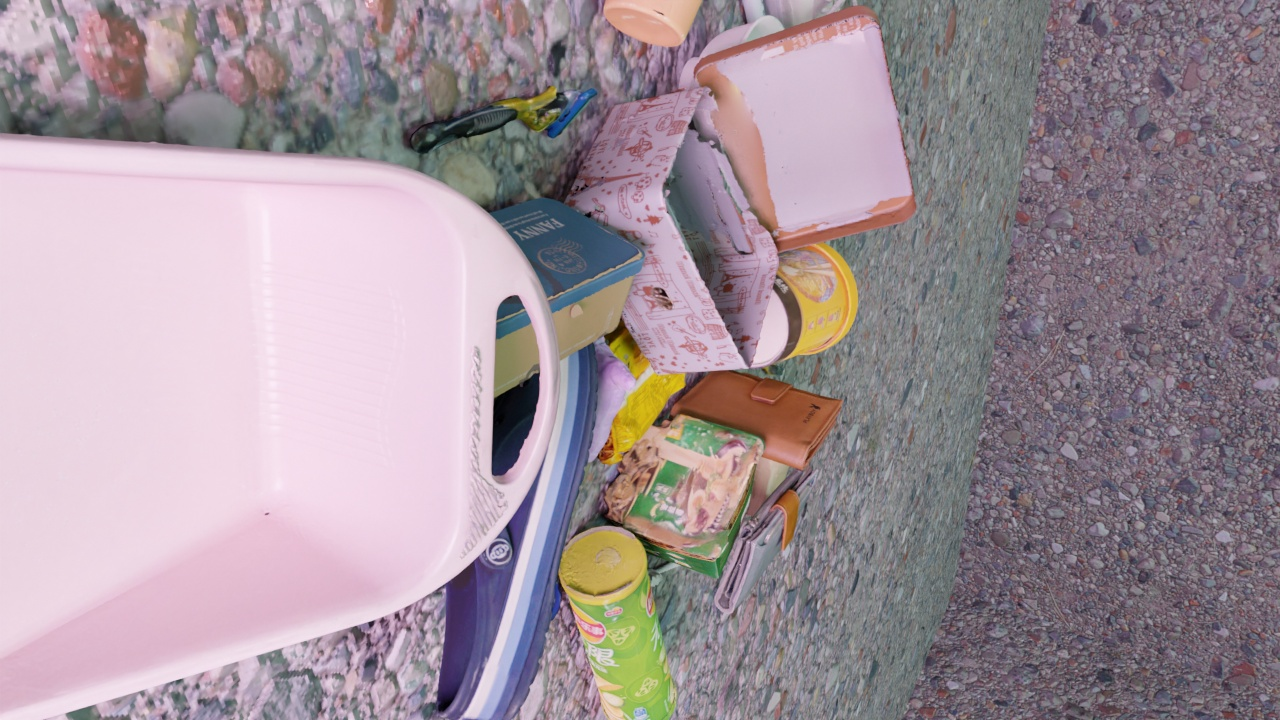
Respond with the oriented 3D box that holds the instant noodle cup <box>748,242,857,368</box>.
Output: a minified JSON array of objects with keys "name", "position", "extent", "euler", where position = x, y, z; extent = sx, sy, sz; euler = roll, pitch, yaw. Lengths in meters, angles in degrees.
[{"name":"instant noodle cup","position":[0.131,-0.051,0.888],"extent":[0.114,0.119,0.119],"euler":[-25,125,-47]}]

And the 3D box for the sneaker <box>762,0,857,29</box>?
[{"name":"sneaker","position":[0.154,-0.343,0.810],"extent":[0.089,0.091,0.242],"euler":[-64,151,-19]}]

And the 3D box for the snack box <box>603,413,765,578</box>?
[{"name":"snack box","position":[0.045,0.127,0.807],"extent":[0.118,0.118,0.106],"euler":[-62,153,-27]}]

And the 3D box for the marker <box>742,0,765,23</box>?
[{"name":"marker","position":[0.106,-0.299,0.820],"extent":[0.131,0.018,0.022],"euler":[63,40,-53]}]

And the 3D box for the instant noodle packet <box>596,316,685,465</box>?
[{"name":"instant noodle packet","position":[-0.004,0.004,0.731],"extent":[0.128,0.044,0.111],"euler":[-46,138,-48]}]

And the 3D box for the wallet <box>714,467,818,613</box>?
[{"name":"wallet","position":[0.122,0.165,0.860],"extent":[0.129,0.037,0.107],"euler":[-39,153,-46]}]

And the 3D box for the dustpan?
[{"name":"dustpan","position":[-0.161,0.024,0.346],"extent":[0.272,0.139,0.223],"euler":[-29,128,-55]}]

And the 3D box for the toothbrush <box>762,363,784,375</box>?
[{"name":"toothbrush","position":[0.119,0.001,0.985],"extent":[0.191,0.018,0.016],"euler":[17,86,-62]}]

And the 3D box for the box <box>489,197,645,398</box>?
[{"name":"box","position":[-0.072,-0.039,0.524],"extent":[0.183,0.090,0.059],"euler":[-37,153,-52]}]

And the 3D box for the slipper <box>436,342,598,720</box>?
[{"name":"slipper","position":[-0.093,0.090,0.563],"extent":[0.095,0.105,0.252],"euler":[17,68,-21]}]

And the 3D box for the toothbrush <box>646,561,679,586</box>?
[{"name":"toothbrush","position":[0.046,0.208,0.951],"extent":[0.179,0.016,0.016],"euler":[-2,106,-62]}]

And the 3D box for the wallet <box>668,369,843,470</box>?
[{"name":"wallet","position":[0.108,0.049,0.842],"extent":[0.107,0.132,0.031],"euler":[-39,140,-49]}]

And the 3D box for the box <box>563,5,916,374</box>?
[{"name":"box","position":[0.080,-0.102,0.648],"extent":[0.156,0.227,0.180],"euler":[-87,157,-45]}]

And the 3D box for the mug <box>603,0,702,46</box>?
[{"name":"mug","position":[0.022,-0.281,0.617],"extent":[0.078,0.078,0.123],"euler":[17,92,-62]}]

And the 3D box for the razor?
[{"name":"razor","position":[-0.083,-0.142,0.540],"extent":[0.043,0.022,0.142],"euler":[-40,174,41]}]

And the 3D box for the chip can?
[{"name":"chip can","position":[-0.015,0.240,0.793],"extent":[0.072,0.073,0.222],"euler":[-52,144,-38]}]

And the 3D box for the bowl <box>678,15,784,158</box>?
[{"name":"bowl","position":[0.070,-0.217,0.741],"extent":[0.118,0.065,0.118],"euler":[-34,131,-51]}]

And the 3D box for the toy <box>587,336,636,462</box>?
[{"name":"toy","position":[-0.038,0.025,0.649],"extent":[0.038,0.083,0.108],"euler":[-7,137,-27]}]

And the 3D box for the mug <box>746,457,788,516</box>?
[{"name":"mug","position":[0.103,0.101,0.940],"extent":[0.124,0.084,0.103],"euler":[21,85,-55]}]

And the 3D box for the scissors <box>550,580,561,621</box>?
[{"name":"scissors","position":[-0.095,0.162,0.671],"extent":[0.140,0.012,0.171],"euler":[-29,127,-53]}]
